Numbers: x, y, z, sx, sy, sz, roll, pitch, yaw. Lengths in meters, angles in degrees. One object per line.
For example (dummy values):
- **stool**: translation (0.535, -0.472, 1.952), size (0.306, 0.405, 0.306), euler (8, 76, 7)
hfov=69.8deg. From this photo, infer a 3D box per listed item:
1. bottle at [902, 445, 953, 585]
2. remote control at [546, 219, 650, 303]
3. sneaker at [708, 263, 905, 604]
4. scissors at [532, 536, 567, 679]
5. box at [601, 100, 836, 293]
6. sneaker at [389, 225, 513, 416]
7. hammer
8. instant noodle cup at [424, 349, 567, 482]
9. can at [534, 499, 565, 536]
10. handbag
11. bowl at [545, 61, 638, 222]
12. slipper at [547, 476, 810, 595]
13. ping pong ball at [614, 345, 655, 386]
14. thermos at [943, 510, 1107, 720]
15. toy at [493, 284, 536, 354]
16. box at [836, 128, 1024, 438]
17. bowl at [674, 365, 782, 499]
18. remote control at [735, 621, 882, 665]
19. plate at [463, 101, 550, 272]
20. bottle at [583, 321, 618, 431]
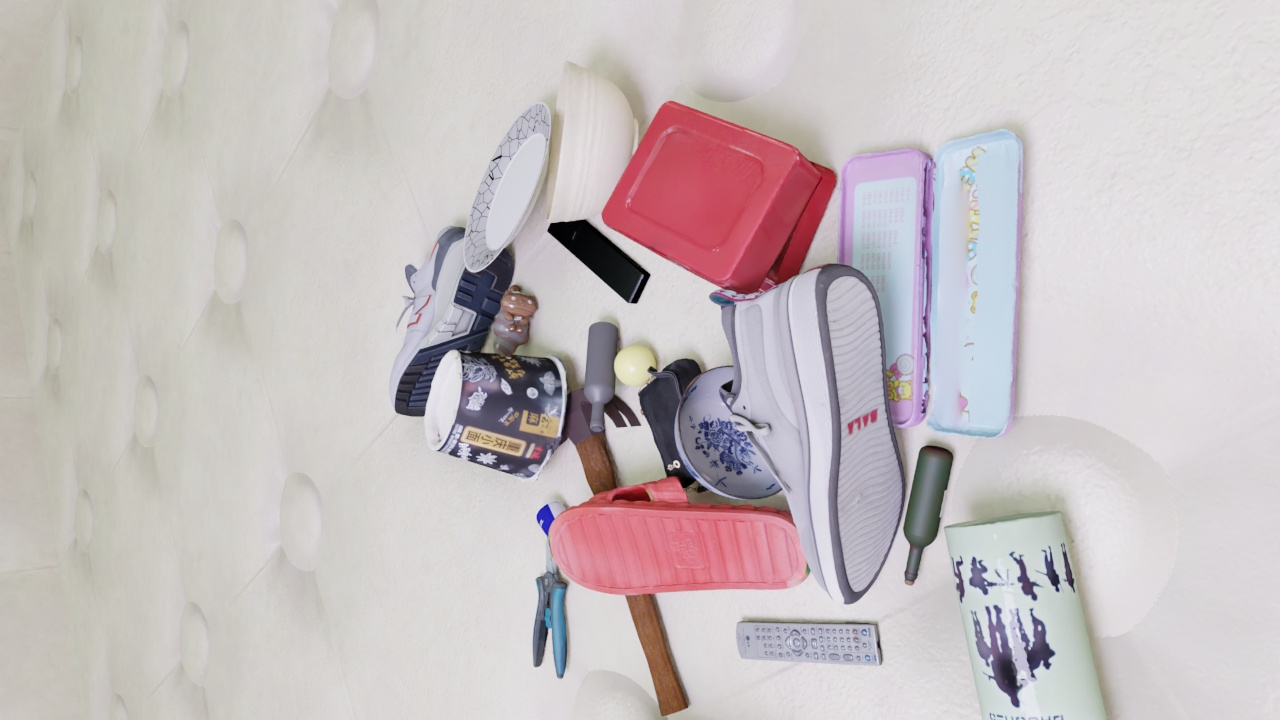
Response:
- **bottle**: translation (0.209, 0.116, 0.679), size (0.025, 0.025, 0.106), euler (17, 101, 43)
- **remote control**: translation (-0.045, -0.111, 0.937), size (0.150, 0.013, 0.034), euler (43, 118, 35)
- **sneaker**: translation (0.119, 0.059, 0.692), size (0.129, 0.096, 0.263), euler (5, 112, 48)
- **scissors**: translation (-0.094, 0.267, 0.975), size (0.124, 0.019, 0.148), euler (-51, 51, 36)
- **box**: translation (0.063, -0.135, 0.771), size (0.157, 0.110, 0.134), euler (33, 107, 39)
- **sneaker**: translation (-0.240, -0.058, 1.085), size (0.124, 0.088, 0.240), euler (47, 112, 39)
- **hammer**: translation (-0.017, 0.179, 0.895), size (0.116, 0.033, 0.322), euler (-34, 67, 40)
- **instant noodle cup**: translation (-0.154, 0.051, 0.945), size (0.138, 0.112, 0.137), euler (-34, 50, 53)
- **can**: translation (-0.073, 0.187, 0.946), size (0.095, 0.032, 0.032), euler (49, 121, 33)
- **handbag**: translation (0.036, 0.060, 0.831), size (0.079, 0.054, 0.128), euler (-37, 67, 42)
- **bowl**: translation (-0.045, -0.203, 0.879), size (0.151, 0.075, 0.150), euler (-176, 91, -79)
- **slipper**: translation (0.032, 0.152, 0.808), size (0.249, 0.059, 0.103), euler (-6, 114, 26)
- **ping pong ball**: translation (-0.005, 0.005, 0.878), size (0.040, 0.040, 0.040), euler (-1, 89, 44)
- **thermos**: translation (0.257, 0.219, 0.599), size (0.083, 0.082, 0.231), euler (-17, 78, 43)
- **toy**: translation (-0.144, -0.034, 1.014), size (0.055, 0.041, 0.102), euler (14, 91, 66)
- **box**: translation (0.210, -0.053, 0.676), size (0.151, 0.034, 0.214), euler (3, 91, 52)
- **bowl**: translation (0.074, 0.065, 0.765), size (0.045, 0.114, 0.114), euler (-42, 59, 59)
- **remote control**: translation (0.135, 0.232, 0.757), size (0.137, 0.013, 0.033), euler (-14, 79, 43)
- **plate**: translation (-0.135, -0.178, 0.959), size (0.189, 0.016, 0.188), euler (-39, 40, 43)
- **bottle**: translation (-0.039, 0.017, 0.889), size (0.030, 0.030, 0.112), euler (-29, 47, 40)
